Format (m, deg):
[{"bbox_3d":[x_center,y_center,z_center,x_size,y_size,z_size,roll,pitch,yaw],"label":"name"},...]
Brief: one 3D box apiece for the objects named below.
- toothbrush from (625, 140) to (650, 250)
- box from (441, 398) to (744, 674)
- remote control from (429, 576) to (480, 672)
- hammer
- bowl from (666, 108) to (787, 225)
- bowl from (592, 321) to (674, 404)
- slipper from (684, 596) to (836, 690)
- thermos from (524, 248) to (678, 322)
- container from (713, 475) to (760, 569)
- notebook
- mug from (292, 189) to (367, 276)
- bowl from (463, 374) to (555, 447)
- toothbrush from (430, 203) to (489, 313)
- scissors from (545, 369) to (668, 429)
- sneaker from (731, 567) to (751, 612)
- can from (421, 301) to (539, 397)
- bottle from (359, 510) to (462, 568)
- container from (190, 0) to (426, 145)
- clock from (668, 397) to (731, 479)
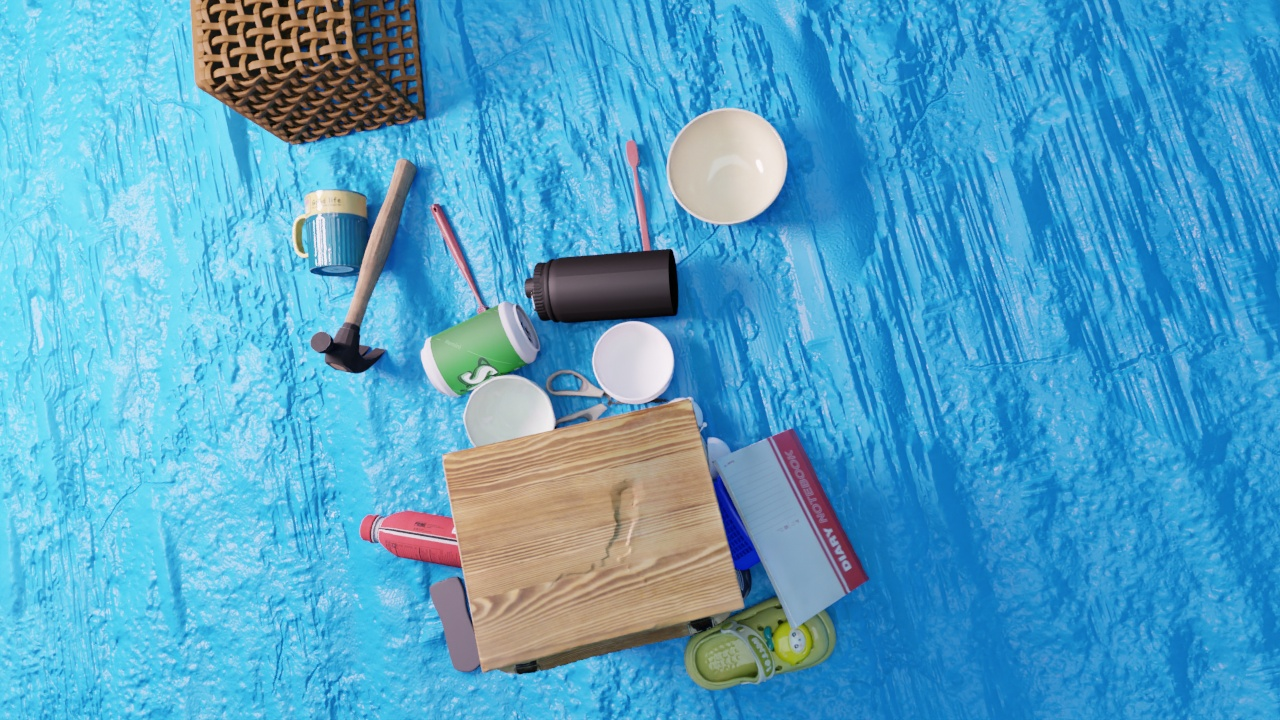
[{"bbox_3d":[0.001,-0.205,1.232,0.015,0.015,0.184,-9,85,9],"label":"toothbrush"},{"bbox_3d":[-0.050,0.199,1.009,0.279,0.168,0.244,-12,73,-6],"label":"box"},{"bbox_3d":[-0.241,0.350,1.214,0.046,0.009,0.124,-21,80,8],"label":"remote control"},{"bbox_3d":[-0.361,-0.132,1.251,0.040,0.132,0.305,11,73,11],"label":"hammer"},{"bbox_3d":[0.114,-0.239,1.181,0.151,0.075,0.150,-1,83,11],"label":"bowl"},{"bbox_3d":[-0.007,0.007,1.183,0.105,0.054,0.104,-2,74,5],"label":"bowl"},{"bbox_3d":[0.140,0.345,1.109,0.191,0.081,0.091,-21,78,10],"label":"slipper"},{"bbox_3d":[-0.055,-0.094,1.191,0.199,0.086,0.086,-3,83,10],"label":"thermos"},{"bbox_3d":[0.125,0.193,1.119,0.058,0.096,0.114,-42,74,35],"label":"container"},{"bbox_3d":[0.182,0.193,1.098,0.012,0.152,0.208,-36,75,47],"label":"notebook"},{"bbox_3d":[-0.434,-0.173,1.278,0.114,0.083,0.107,-6,86,22],"label":"mug"},{"bbox_3d":[-0.168,0.070,1.198,0.117,0.061,0.117,0,104,-2],"label":"bowl"},{"bbox_3d":[-0.248,-0.134,1.267,0.016,0.016,0.190,-28,79,7],"label":"toothbrush"},{"bbox_3d":[-0.053,0.046,1.212,0.163,0.012,0.154,-46,78,1],"label":"scissors"},{"bbox_3d":[0.000,0.289,1.113,0.269,0.132,0.103,-11,80,8],"label":"sneaker"},{"bbox_3d":[-0.210,-0.014,1.210,0.140,0.088,0.087,-25,80,7],"label":"can"},{"bbox_3d":[-0.282,0.233,1.208,0.177,0.062,0.062,7,85,11],"label":"bottle"},{"bbox_3d":[-0.443,-0.462,1.237,0.214,0.219,0.251,-8,82,9],"label":"container"},{"bbox_3d":[0.026,0.129,1.156,0.161,0.073,0.125,-37,79,5],"label":"clock"}]
